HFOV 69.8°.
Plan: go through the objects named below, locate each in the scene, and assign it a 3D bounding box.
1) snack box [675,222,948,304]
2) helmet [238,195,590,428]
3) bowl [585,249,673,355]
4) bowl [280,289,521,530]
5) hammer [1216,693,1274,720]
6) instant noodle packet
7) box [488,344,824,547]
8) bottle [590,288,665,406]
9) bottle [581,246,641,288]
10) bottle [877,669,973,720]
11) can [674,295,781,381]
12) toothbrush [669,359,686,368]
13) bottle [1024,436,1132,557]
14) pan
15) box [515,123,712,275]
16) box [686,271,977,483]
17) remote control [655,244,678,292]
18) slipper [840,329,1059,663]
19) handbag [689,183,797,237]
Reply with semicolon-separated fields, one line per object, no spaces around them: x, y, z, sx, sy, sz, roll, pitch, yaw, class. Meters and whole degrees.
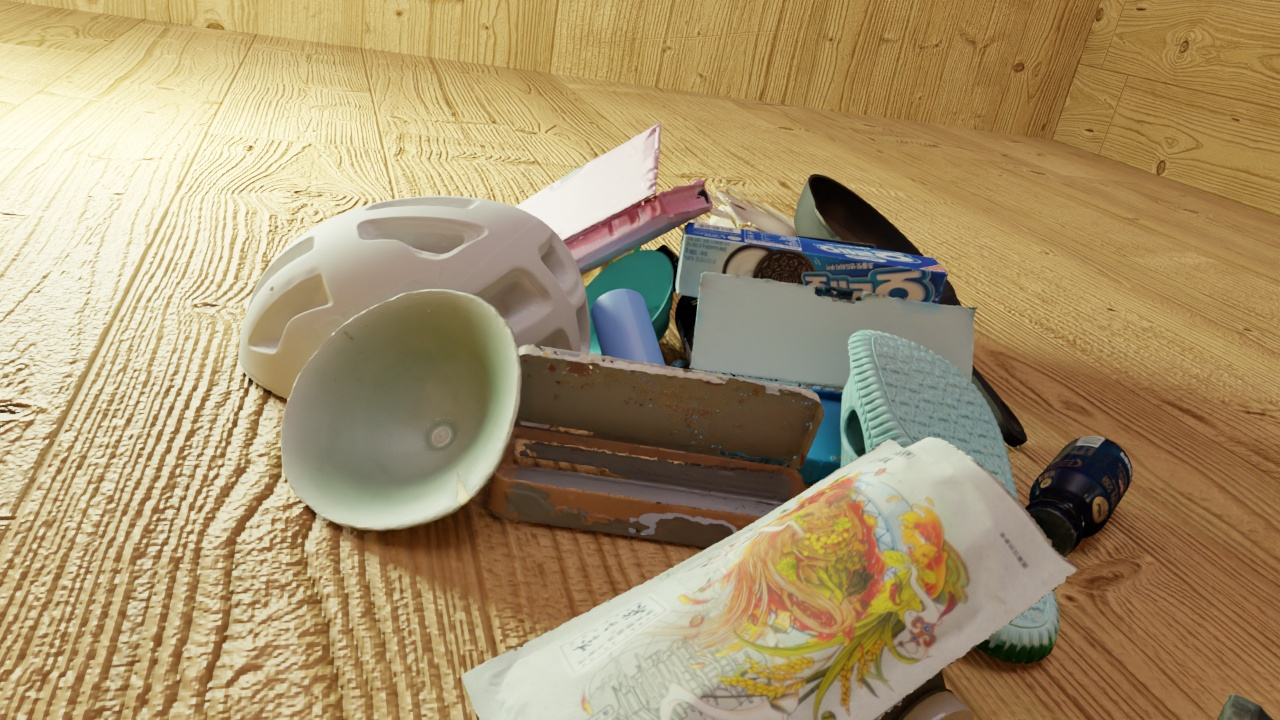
0.145;-0.075;0.802;0.226;0.059;0.059;8;20;2;snack box
-0.184;-0.039;0.750;0.283;0.184;0.223;-5;16;16;helmet
-0.007;-0.042;0.858;0.046;0.121;0.121;43;2;-37;bowl
-0.146;0.042;0.609;0.174;0.068;0.174;-8;59;13;bowl
0.464;0.189;0.588;0.133;0.033;0.332;24;26;32;hammer
0.056;0.126;0.437;0.268;0.057;0.147;-26;32;-16;instant noodle packet
0.011;0.071;0.615;0.216;0.095;0.107;9;49;-4;box
-0.004;0.004;0.751;0.048;0.048;0.131;0;53;-23;bottle
-0.034;-0.137;1.063;0.068;0.068;0.209;16;24;13;bottle
0.115;0.158;0.474;0.060;0.060;0.108;-5;28;-31;bottle
0.078;-0.021;0.835;0.080;0.080;0.146;6;24;-9;can
-0.001;0.020;0.790;0.021;0.016;0.132;50;38;16;toothbrush
0.326;0.102;0.690;0.056;0.056;0.160;26;28;31;bottle
0.266;-0.051;0.918;0.248;0.043;0.355;15;39;-42;pan
-0.057;-0.137;0.870;0.233;0.098;0.099;-22;2;38;box
0.157;0.027;0.742;0.243;0.064;0.174;7;61;-6;box
0.013;-0.081;0.919;0.045;0.021;0.141;44;-18;-8;remote control
0.204;0.088;0.638;0.116;0.070;0.275;9;43;-14;slipper
0.115;-0.125;0.995;0.198;0.101;0.194;33;18;-19;handbag
